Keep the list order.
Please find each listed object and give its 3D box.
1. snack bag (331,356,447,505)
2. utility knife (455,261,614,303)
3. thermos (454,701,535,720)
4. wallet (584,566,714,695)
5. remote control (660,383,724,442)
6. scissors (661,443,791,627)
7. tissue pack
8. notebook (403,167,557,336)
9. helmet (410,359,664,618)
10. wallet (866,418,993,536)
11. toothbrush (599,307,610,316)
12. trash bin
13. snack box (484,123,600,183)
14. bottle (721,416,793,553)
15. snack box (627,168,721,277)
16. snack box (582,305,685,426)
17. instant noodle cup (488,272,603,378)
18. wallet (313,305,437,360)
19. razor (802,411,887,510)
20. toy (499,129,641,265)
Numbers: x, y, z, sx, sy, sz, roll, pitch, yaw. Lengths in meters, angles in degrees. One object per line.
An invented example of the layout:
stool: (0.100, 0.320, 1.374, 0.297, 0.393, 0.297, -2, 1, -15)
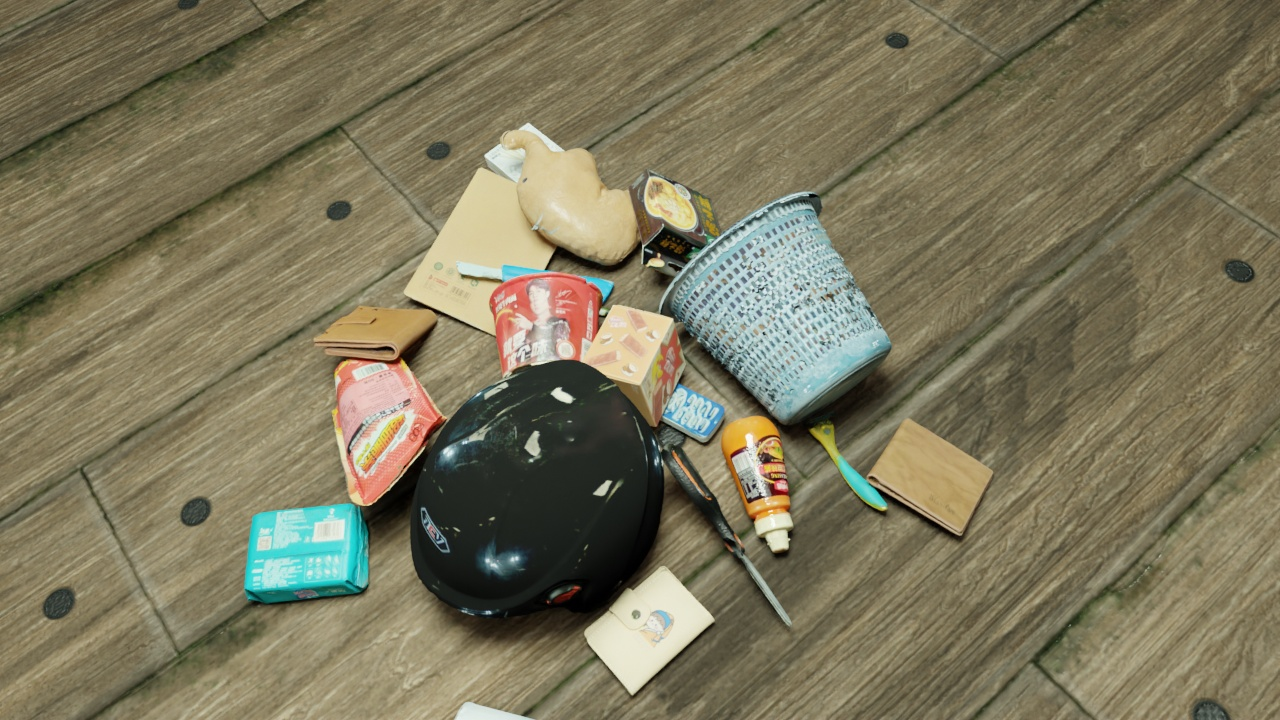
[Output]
snack bag: (-0.288, 0.066, 1.018, 0.128, 0.073, 0.208, -44, 37, -3)
utility knife: (-0.136, -0.103, 1.170, 0.203, 0.018, 0.034, 10, 65, -3)
thermos: (-0.074, 0.385, 0.872, 0.220, 0.070, 0.070, 11, 61, 10)
wallet: (0.006, 0.276, 0.955, 0.115, 0.024, 0.087, -39, 63, -16)
remote control: (0.038, 0.052, 1.082, 0.125, 0.024, 0.049, 28, 65, 23)
scissors: (0.097, 0.183, 0.989, 0.022, 0.161, 0.234, -36, 98, 5)
tissue pack: (-0.366, 0.211, 1.002, 0.133, 0.050, 0.093, -6, 61, 1)
notebook: (-0.193, -0.142, 1.195, 0.148, 0.008, 0.207, 24, 71, 5)
helmet: (-0.105, 0.127, 0.929, 0.274, 0.231, 0.233, -28, 59, -24)
wallet: (0.320, 0.127, 1.011, 0.115, 0.020, 0.101, 31, 53, 17)
toothbrush: (-0.048, -0.059, 1.161, 0.186, 0.012, 0.017, 13, 67, 11)
trash bin: (0.166, -0.043, 1.037, 0.226, 0.227, 0.195, -31, 75, -14)
snack box: (-0.136, -0.262, 1.278, 0.084, 0.027, 0.157, -41, 65, -17)
bottle: (0.134, 0.138, 1.008, 0.067, 0.067, 0.149, -12, 67, -3)
snack box: (0.047, -0.167, 1.163, 0.113, 0.053, 0.125, 17, 45, -37)
snack box: (-0.006, 0.006, 1.048, 0.077, 0.093, 0.094, 14, 60, 23)
instant noodle cup: (-0.109, -0.025, 1.080, 0.138, 0.138, 0.108, -5, 65, 1)
wallet: (-0.320, -0.036, 1.116, 0.108, 0.031, 0.131, 4, 20, 8)
razor: (0.233, 0.116, 1.028, 0.043, 0.028, 0.132, -15, 58, -32)
toy: (-0.095, -0.214, 1.178, 0.226, 0.083, 0.143, 37, 52, -6)
